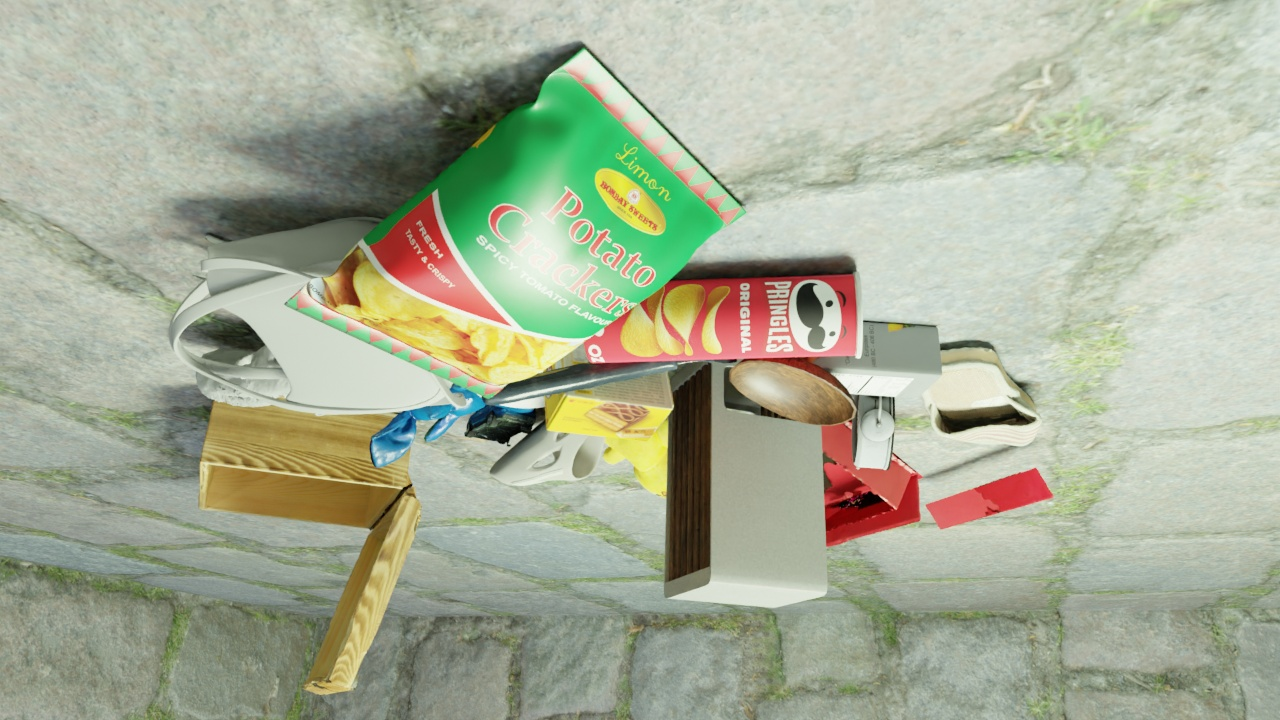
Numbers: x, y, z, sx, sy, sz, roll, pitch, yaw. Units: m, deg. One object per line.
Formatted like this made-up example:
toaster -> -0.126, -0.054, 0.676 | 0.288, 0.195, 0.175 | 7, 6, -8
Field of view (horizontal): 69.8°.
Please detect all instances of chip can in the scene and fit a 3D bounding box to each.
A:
chip can -> 0.066, -0.034, 0.749 | 0.221, 0.069, 0.069 | -1, 158, 10

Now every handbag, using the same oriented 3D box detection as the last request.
handbag -> -0.267, -0.010, 0.737 | 0.223, 0.095, 0.216 | -9, 136, 8

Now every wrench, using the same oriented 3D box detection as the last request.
wrench -> -0.005, 0.005, 0.802 | 0.273, 0.022, 0.073 | -11, -172, -20

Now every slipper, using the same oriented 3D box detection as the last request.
slipper -> -0.318, 0.000, 0.867 | 0.247, 0.074, 0.112 | -5, -172, 22
slipper -> 0.353, 0.052, 0.954 | 0.115, 0.052, 0.263 | -9, 155, 29
slipper -> -0.075, 0.095, 1.012 | 0.080, 0.112, 0.267 | 47, 139, -5

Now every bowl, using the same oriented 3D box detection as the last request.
bowl -> 0.136, 0.019, 0.802 | 0.114, 0.026, 0.102 | 28, 156, -13

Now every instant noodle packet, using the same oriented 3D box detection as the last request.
instant noodle packet -> -0.076, -0.070, 0.619 | 0.253, 0.090, 0.195 | -35, 144, 19

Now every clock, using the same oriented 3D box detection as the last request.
clock -> 0.236, 0.059, 0.930 | 0.035, 0.094, 0.123 | 2, 152, 9

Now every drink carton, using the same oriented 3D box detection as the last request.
drink carton -> 0.203, -0.001, 0.842 | 0.125, 0.048, 0.076 | 4, 158, -4

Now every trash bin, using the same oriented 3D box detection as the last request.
trash bin -> 0.099, 0.116, 0.900 | 0.114, 0.228, 0.115 | 9, 157, -17

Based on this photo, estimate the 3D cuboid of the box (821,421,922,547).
box -> 0.195, 0.173, 1.066 | 0.165, 0.152, 0.214 | 40, 151, -5

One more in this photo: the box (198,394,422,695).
box -> -0.408, 0.245, 1.144 | 0.286, 0.333, 0.280 | 10, 155, -22

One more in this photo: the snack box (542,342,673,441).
snack box -> -0.032, 0.022, 0.859 | 0.105, 0.083, 0.061 | 8, 141, -21

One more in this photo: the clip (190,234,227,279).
clip -> -0.318, -0.067, 0.757 | 0.102, 0.057, 0.052 | 23, 126, -39

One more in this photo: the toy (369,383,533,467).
toy -> -0.200, 0.037, 0.951 | 0.176, 0.113, 0.071 | -11, -160, -21

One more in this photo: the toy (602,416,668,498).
toy -> 0.031, 0.111, 1.093 | 0.207, 0.092, 0.134 | 30, 149, -29

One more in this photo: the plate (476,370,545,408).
plate -> -0.105, 0.005, 0.904 | 0.134, 0.011, 0.135 | -6, 145, -4

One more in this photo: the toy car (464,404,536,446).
toy car -> -0.158, 0.066, 1.047 | 0.056, 0.043, 0.120 | 14, 156, -27
